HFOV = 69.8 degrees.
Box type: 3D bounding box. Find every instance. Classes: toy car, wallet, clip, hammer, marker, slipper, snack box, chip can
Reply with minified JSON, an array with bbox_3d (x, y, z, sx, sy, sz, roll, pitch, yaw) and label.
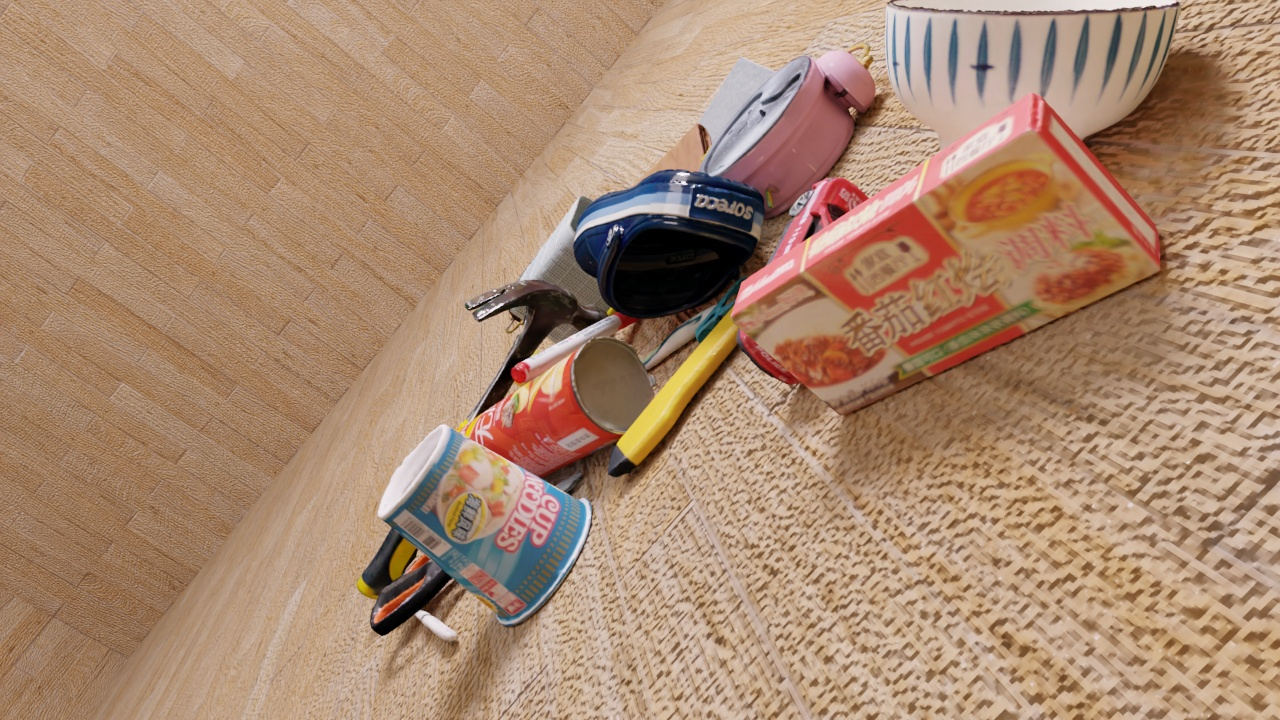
[{"bbox_3d":[0.095,-0.044,0.481,0.045,0.053,0.120,-20,38,57],"label":"toy car"},{"bbox_3d":[0.031,-0.143,0.833,0.101,0.020,0.115,-39,45,39],"label":"wallet"},{"bbox_3d":[0.057,-0.032,0.612,0.055,0.013,0.034,-44,18,16],"label":"clip"},{"bbox_3d":[0.085,-0.213,0.859,0.130,0.037,0.106,-56,28,15],"label":"wallet"},{"bbox_3d":[-0.156,0.072,0.798,0.323,0.126,0.032,-57,44,8],"label":"hammer"},{"bbox_3d":[-0.049,-0.015,0.734,0.144,0.017,0.017,-32,-1,-45],"label":"marker"},{"bbox_3d":[0.018,-0.076,0.677,0.253,0.105,0.095,179,106,-72],"label":"slipper"},{"bbox_3d":[0.113,-0.033,0.368,0.153,0.075,0.025,-32,25,46],"label":"snack box"},{"bbox_3d":[-0.078,0.053,0.683,0.217,0.073,0.073,-31,26,48],"label":"chip can"}]

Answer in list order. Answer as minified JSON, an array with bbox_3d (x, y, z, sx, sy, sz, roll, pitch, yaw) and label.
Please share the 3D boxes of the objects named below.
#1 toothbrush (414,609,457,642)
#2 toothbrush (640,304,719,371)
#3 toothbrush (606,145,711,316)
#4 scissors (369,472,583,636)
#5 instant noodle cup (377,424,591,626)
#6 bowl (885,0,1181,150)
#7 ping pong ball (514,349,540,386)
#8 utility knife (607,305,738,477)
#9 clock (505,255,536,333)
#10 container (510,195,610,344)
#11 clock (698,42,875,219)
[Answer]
[{"bbox_3d":[-0.169,0.202,0.708,0.180,0.016,0.016,-15,48,63],"label":"toothbrush"},{"bbox_3d":[-0.004,0.004,0.686,0.192,0.018,0.016,-37,22,40],"label":"toothbrush"},{"bbox_3d":[0.019,-0.107,0.800,0.190,0.015,0.016,-56,37,20],"label":"toothbrush"},{"bbox_3d":[-0.123,0.132,0.710,0.235,0.021,0.139,-40,11,7],"label":"scissors"},{"bbox_3d":[-0.104,0.101,0.589,0.099,0.110,0.099,-45,19,20],"label":"instant noodle cup"},{"bbox_3d":[0.165,-0.125,0.404,0.116,0.116,0.066,-93,0,-65],"label":"bowl"},{"bbox_3d":[-0.112,0.007,0.910,0.040,0.040,0.040,-45,18,19],"label":"ping pong ball"},{"bbox_3d":[0.039,0.006,0.579,0.176,0.015,0.033,-50,23,2],"label":"utility knife"},{"bbox_3d":[-0.117,-0.078,1.072,0.122,0.055,0.082,-54,18,-4],"label":"clock"},{"bbox_3d":[-0.060,-0.079,0.879,0.112,0.090,0.089,-46,18,27],"label":"container"},{"bbox_3d":[0.114,-0.177,0.686,0.158,0.060,0.117,-55,16,-6],"label":"clock"}]
